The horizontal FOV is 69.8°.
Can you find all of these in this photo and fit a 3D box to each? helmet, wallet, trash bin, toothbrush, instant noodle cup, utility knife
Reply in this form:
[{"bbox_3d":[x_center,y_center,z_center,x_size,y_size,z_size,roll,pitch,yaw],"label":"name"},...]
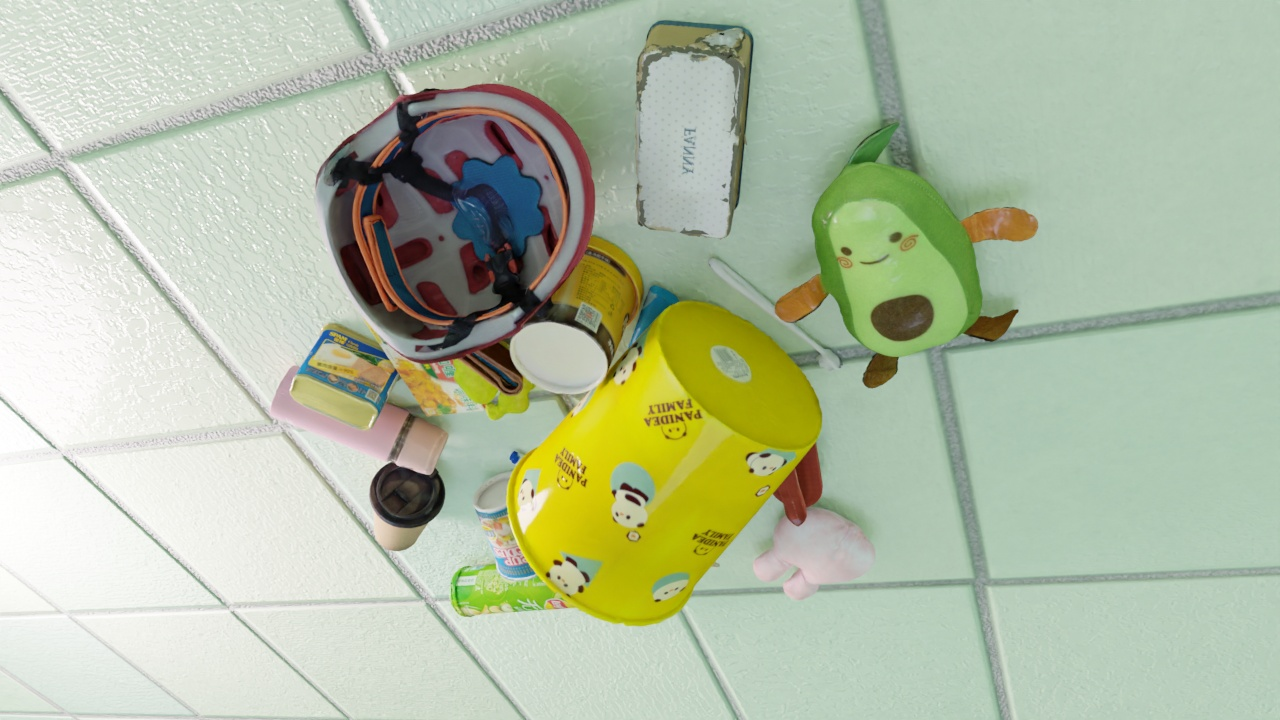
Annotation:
[{"bbox_3d":[-0.139,-0.126,0.785,0.240,0.143,0.207,-27,99,14],"label":"helmet"},{"bbox_3d":[-0.165,-0.016,0.900,0.119,0.130,0.035,33,93,-11],"label":"wallet"},{"bbox_3d":[0.027,0.095,0.899,0.229,0.229,0.256,29,124,-13],"label":"trash bin"},{"bbox_3d":[0.130,-0.043,0.886,0.180,0.016,0.016,37,137,-21],"label":"toothbrush"},{"bbox_3d":[-0.157,0.202,1.149,0.099,0.099,0.110,-9,123,23],"label":"instant noodle cup"},{"bbox_3d":[-0.006,0.006,0.964,0.034,0.018,0.219,13,135,-11],"label":"utility knife"},{"bbox_3d":[-0.065,-0.040,0.869,0.118,0.114,0.119,7,134,7],"label":"instant noodle cup"}]

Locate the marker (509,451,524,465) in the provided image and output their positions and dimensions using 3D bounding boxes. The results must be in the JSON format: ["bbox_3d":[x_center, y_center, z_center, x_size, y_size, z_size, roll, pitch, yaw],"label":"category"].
[{"bbox_3d":[-0.100,0.154,1.135,0.145,0.016,0.017,36,131,-20],"label":"marker"}]

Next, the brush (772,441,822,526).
[{"bbox_3d":[0.162,0.114,0.990,0.063,0.069,0.146,-3,132,18],"label":"brush"}]

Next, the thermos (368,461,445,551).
[{"bbox_3d":[-0.304,0.190,1.179,0.093,0.092,0.144,22,143,-6],"label":"thermos"}]

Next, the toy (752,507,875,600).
[{"bbox_3d":[0.205,0.234,1.104,0.121,0.054,0.160,34,132,-8],"label":"toy"}]

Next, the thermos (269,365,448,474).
[{"bbox_3d":[-0.330,0.075,1.091,0.198,0.067,0.087,23,166,-10],"label":"thermos"}]

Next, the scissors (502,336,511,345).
[{"bbox_3d":[-0.147,-0.034,0.945,0.143,0.019,0.180,31,173,34],"label":"scissors"}]

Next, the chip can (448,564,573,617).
[{"bbox_3d":[-0.159,0.311,1.262,0.222,0.072,0.072,-10,130,24],"label":"chip can"}]

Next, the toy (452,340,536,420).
[{"bbox_3d":[-0.159,0.019,0.995,0.100,0.031,0.097,15,105,-23],"label":"toy"}]

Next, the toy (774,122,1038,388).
[{"bbox_3d":[0.221,-0.073,0.781,0.227,0.089,0.247,-22,127,24],"label":"toy"}]

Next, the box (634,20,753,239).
[{"bbox_3d":[0.042,-0.178,0.748,0.090,0.060,0.185,9,137,6],"label":"box"}]

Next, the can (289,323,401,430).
[{"bbox_3d":[-0.324,0.019,1.016,0.102,0.083,0.057,25,134,-10],"label":"can"}]

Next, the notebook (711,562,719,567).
[{"bbox_3d":[-0.007,0.218,1.109,0.148,0.008,0.208,27,162,-12],"label":"notebook"}]

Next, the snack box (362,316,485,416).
[{"bbox_3d":[-0.233,-0.003,1.010,0.077,0.027,0.156,-7,131,19],"label":"snack box"}]
